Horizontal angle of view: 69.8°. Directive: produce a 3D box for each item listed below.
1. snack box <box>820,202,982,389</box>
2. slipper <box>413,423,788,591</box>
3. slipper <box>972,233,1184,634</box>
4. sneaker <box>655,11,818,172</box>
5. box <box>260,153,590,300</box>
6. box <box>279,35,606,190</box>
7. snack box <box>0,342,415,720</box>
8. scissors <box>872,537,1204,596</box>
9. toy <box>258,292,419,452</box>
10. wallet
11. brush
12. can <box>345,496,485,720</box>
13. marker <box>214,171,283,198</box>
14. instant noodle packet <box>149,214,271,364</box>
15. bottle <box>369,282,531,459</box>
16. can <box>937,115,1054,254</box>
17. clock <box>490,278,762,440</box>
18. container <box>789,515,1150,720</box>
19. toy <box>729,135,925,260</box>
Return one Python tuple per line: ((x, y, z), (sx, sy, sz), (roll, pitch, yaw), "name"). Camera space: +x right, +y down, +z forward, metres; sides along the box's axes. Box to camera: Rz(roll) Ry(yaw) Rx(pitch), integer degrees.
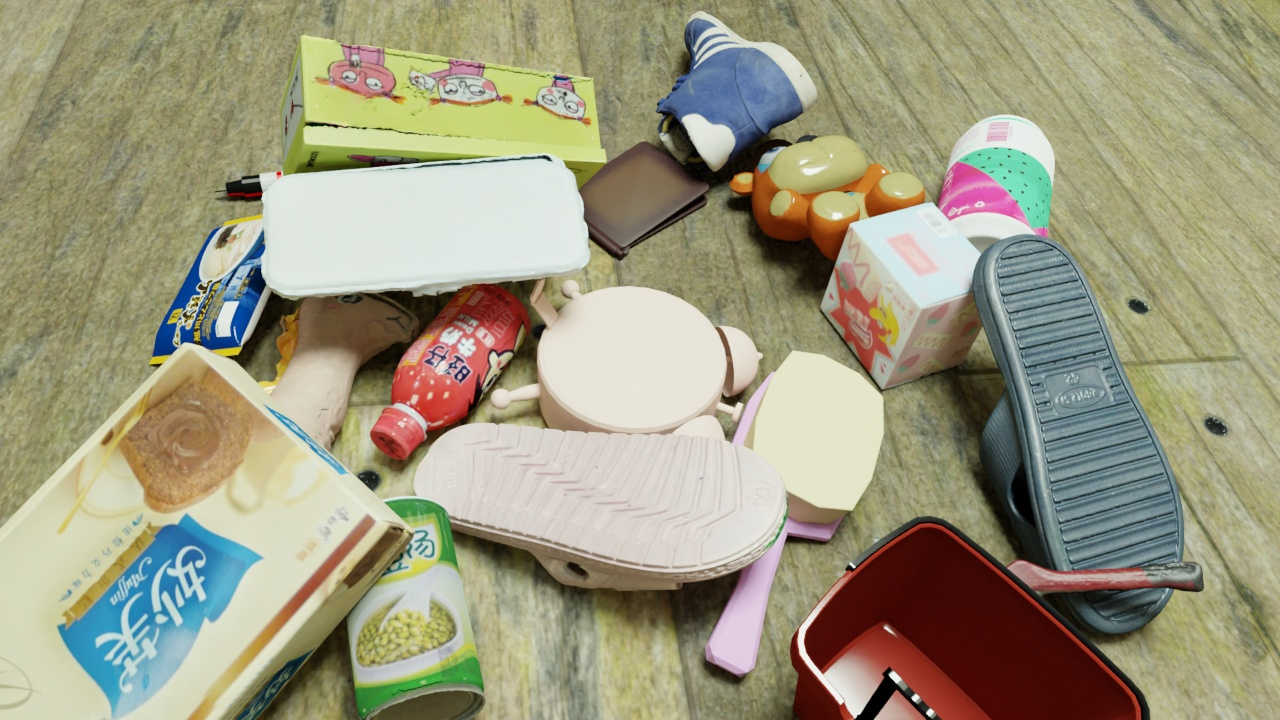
((0.200, -0.048, 0.691), (0.079, 0.095, 0.093), (-17, 54, -19), "snack box")
((-0.028, 0.094, 0.571), (0.240, 0.064, 0.094), (5, 50, 21), "slipper")
((0.278, 0.047, 0.619), (0.101, 0.083, 0.263), (-9, 77, -11), "slipper")
((0.058, -0.243, 0.857), (0.118, 0.091, 0.233), (-40, 36, 2), "sneaker")
((-0.147, -0.078, 0.638), (0.211, 0.106, 0.129), (-4, 59, -11), "box")
((-0.149, -0.166, 0.692), (0.220, 0.125, 0.082), (1, 78, -30), "box")
((-0.243, 0.116, 0.469), (0.153, 0.055, 0.207), (39, 80, 12), "snack box")
((0.241, 0.159, 0.547), (0.197, 0.015, 0.179), (-28, 80, 9), "scissors")
((-0.256, 0.039, 0.593), (0.196, 0.065, 0.263), (2, 47, -2), "toy")
((-0.008, -0.140, 0.800), (0.115, 0.018, 0.091), (-36, 62, -26), "wallet")
((0.094, 0.090, 0.587), (0.089, 0.043, 0.228), (27, 52, 0), "brush")
((-0.131, 0.142, 0.515), (0.067, 0.067, 0.120), (-11, 52, -15), "can")
((-0.283, -0.153, 0.776), (0.145, 0.019, 0.019), (-10, 52, -14), "marker")
((-0.298, -0.056, 0.668), (0.087, 0.026, 0.134), (-5, 55, 25), "instant noodle packet")
((-0.133, 0.009, 0.630), (0.062, 0.062, 0.137), (22, 52, 12), "bottle")
((0.298, -0.131, 0.774), (0.088, 0.088, 0.165), (19, 51, 9), "can")
((-0.004, 0.004, 0.639), (0.160, 0.086, 0.130), (24, 52, 5), "clock")
((0.152, 0.156, 0.441), (0.126, 0.201, 0.148), (-34, 61, -23), "container")
((0.145, -0.136, 0.758), (0.112, 0.096, 0.176), (-20, 20, -18), "toy")
